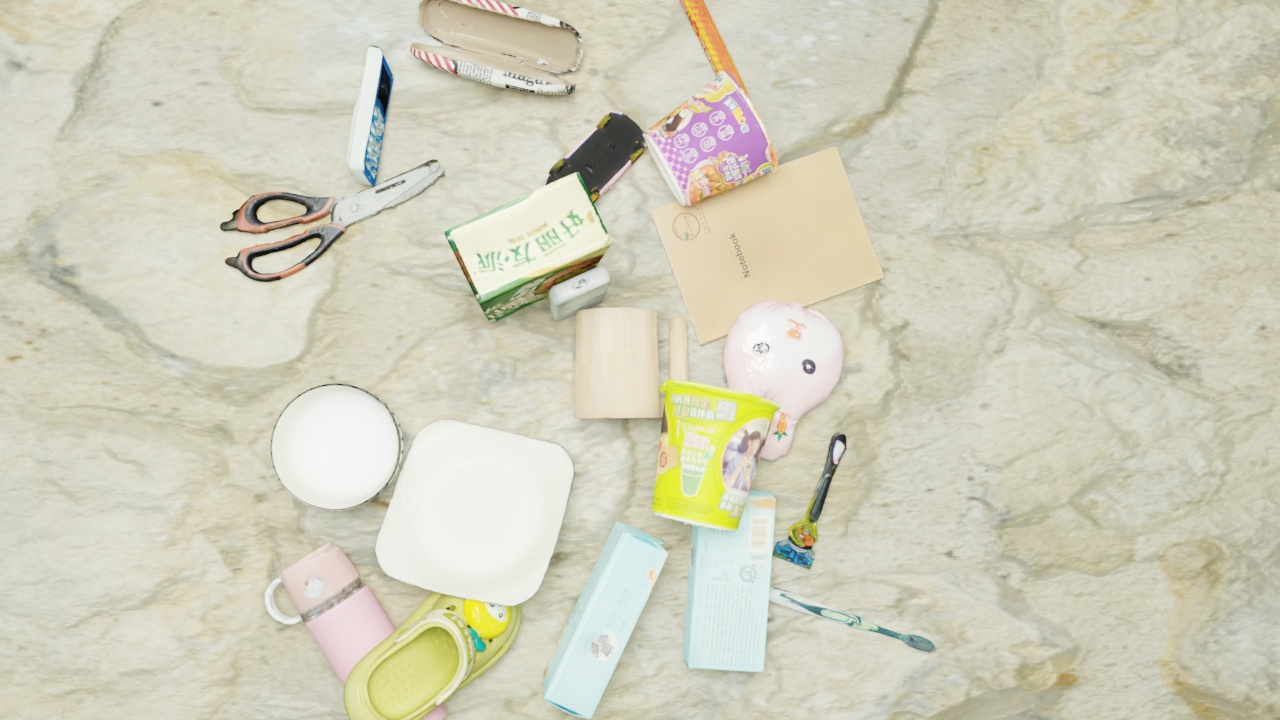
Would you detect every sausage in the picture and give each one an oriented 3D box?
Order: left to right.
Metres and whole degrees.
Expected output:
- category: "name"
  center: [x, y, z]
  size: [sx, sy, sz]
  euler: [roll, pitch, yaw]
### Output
- category: "sausage"
  center: [0.072, -0.327, 0.935]
  size: [0.021, 0.021, 0.165]
  euler: [-26, 91, -6]

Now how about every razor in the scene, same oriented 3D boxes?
- category: "razor"
  center: [0.181, 0.140, 0.930]
  size: [0.042, 0.022, 0.142]
  euler: [23, 85, -6]

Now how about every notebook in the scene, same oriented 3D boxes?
- category: "notebook"
  center: [0.132, -0.119, 0.941]
  size: [0.207, 0.008, 0.148]
  euler: [-20, 90, -6]

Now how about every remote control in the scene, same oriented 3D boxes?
- category: "remote control"
  center: [-0.258, -0.232, 0.876]
  size: [0.024, 0.049, 0.124]
  euler: [7, 79, -2]
- category: "remote control"
  center: [-0.058, -0.061, 0.855]
  size: [0.056, 0.136, 0.020]
  euler: [-25, 88, -6]

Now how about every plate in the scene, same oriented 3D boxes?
- category: "plate"
  center: [-0.154, 0.144, 0.868]
  size: [0.164, 0.034, 0.163]
  euler: [13, 65, 6]

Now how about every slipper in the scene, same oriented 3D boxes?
- category: "slipper"
  center: [-0.175, 0.262, 0.828]
  size: [0.190, 0.082, 0.091]
  euler: [-36, 97, -39]

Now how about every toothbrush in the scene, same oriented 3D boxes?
- category: "toothbrush"
  center: [0.212, 0.264, 0.931]
  size: [0.191, 0.018, 0.016]
  euler: [19, 86, -5]

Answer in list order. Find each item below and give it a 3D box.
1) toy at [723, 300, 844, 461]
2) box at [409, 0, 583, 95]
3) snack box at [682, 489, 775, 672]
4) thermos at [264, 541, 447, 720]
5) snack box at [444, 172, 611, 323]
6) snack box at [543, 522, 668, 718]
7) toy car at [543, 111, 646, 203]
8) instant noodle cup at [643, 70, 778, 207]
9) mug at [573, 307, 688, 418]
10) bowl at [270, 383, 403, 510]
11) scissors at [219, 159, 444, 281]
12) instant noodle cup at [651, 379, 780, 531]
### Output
- category: "toy"
  center: [0.134, 0.019, 0.917]
  size: [0.121, 0.054, 0.159]
  euler: [19, 94, -4]
- category: "box"
  center: [-0.140, -0.291, 0.888]
  size: [0.163, 0.076, 0.087]
  euler: [12, 67, -8]
- category: "snack box"
  center: [0.086, 0.214, 0.903]
  size: [0.074, 0.051, 0.174]
  euler: [5, 87, -4]
- category: "thermos"
  center: [-0.269, 0.271, 0.857]
  size: [0.087, 0.067, 0.198]
  euler: [-33, 93, -4]
- category: "snack box"
  center: [-0.098, -0.090, 0.800]
  size: [0.114, 0.240, 0.063]
  euler: [-26, 92, -8]
- category: "snack box"
  center: [-0.035, 0.244, 0.877]
  size: [0.051, 0.074, 0.174]
  euler: [26, 86, -5]
- category: "toy car"
  center: [-0.045, -0.194, 0.913]
  size: [0.056, 0.037, 0.122]
  euler: [44, 72, -6]
- category: "instant noodle cup"
  center: [0.064, -0.209, 0.892]
  size: [0.099, 0.111, 0.111]
  euler: [-29, 91, 1]
- category: "mug"
  center: [-0.005, 0.005, 0.893]
  size: [0.124, 0.084, 0.103]
  euler: [1, 86, -30]
- category: "bowl"
  center: [-0.279, 0.080, 0.862]
  size: [0.116, 0.066, 0.116]
  euler: [0, 87, -5]
- category: "scissors"
  center: [-0.300, -0.156, 0.893]
  size: [0.185, 0.015, 0.208]
  euler: [28, 85, -4]
- category: "instant noodle cup"
  center: [0.061, 0.089, 0.839]
  size: [0.111, 0.112, 0.123]
  euler: [13, 83, -5]
